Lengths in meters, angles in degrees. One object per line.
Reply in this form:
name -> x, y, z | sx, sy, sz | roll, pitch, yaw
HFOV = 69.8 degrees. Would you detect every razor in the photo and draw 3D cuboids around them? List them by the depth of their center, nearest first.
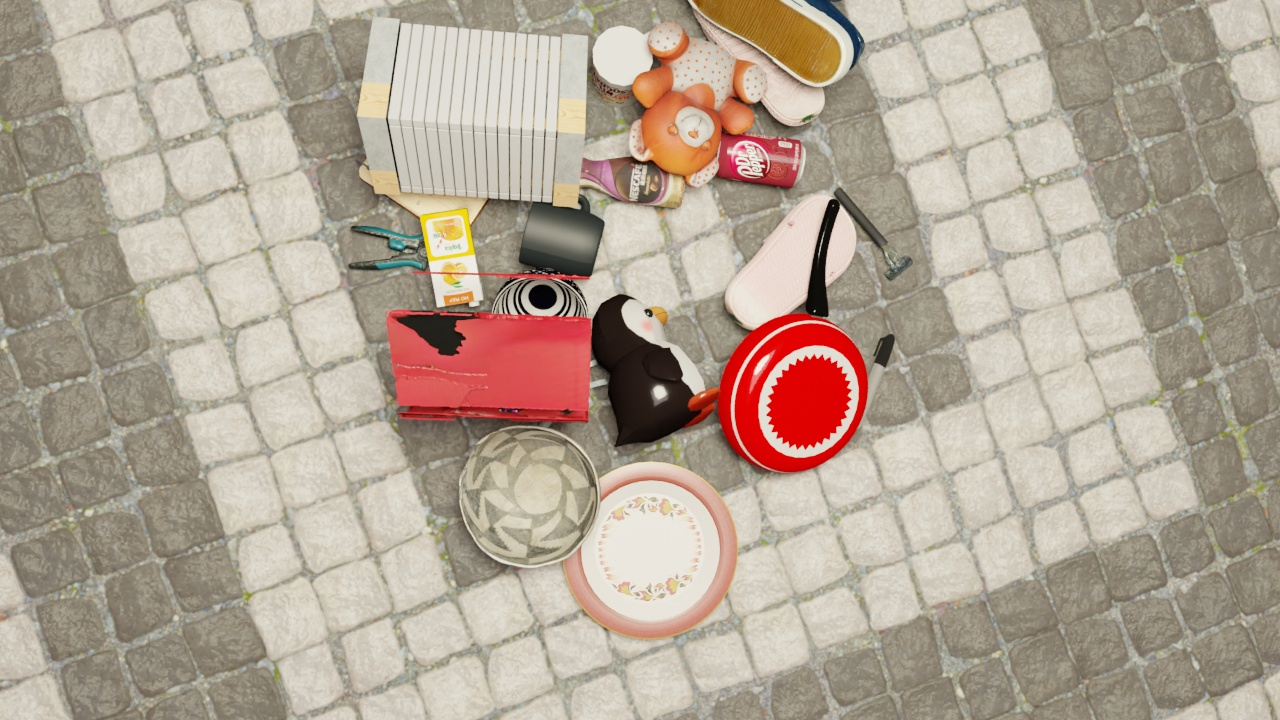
razor -> 0.309, -0.175, 1.235 | 0.042, 0.022, 0.144 | -40, 92, -6

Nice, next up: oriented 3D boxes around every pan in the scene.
pan -> 0.216, -0.026, 1.165 | 0.208, 0.067, 0.356 | 9, 100, -24

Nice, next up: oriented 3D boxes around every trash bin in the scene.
trash bin -> -0.192, -0.291, 1.092 | 0.247, 0.143, 0.142 | 3, 65, -6

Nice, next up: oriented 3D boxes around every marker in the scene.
marker -> 0.311, 0.028, 1.235 | 0.022, 0.016, 0.138 | 22, 87, 27

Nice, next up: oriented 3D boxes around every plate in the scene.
plate -> 0.013, 0.247, 1.200 | 0.230, 0.021, 0.229 | 0, 88, -5

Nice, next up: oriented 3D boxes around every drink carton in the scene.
drink carton -> -0.239, -0.128, 1.168 | 0.058, 0.040, 0.122 | -10, 103, -7

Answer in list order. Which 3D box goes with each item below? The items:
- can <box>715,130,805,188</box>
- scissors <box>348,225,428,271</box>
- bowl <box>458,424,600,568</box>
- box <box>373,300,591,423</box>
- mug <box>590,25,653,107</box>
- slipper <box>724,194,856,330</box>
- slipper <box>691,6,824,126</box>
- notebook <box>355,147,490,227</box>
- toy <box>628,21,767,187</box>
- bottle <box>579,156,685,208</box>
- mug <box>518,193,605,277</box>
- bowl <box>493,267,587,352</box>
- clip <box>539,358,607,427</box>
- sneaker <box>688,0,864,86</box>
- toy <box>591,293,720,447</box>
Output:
can -> 0.154, -0.265, 1.204 | 0.114, 0.063, 0.063 | 8, 88, -4
scissors -> -0.310, -0.144, 1.187 | 0.148, 0.019, 0.123 | 42, 85, -4
bowl -> -0.134, 0.166, 1.159 | 0.178, 0.081, 0.178 | 0, 93, 6
box -> -0.160, 0.022, 1.021 | 0.211, 0.319, 0.121 | 2, 81, -3
mug -> -0.014, -0.385, 1.181 | 0.105, 0.089, 0.073 | -41, 92, -5
slipper -> 0.199, -0.125, 1.209 | 0.221, 0.056, 0.107 | -44, 94, -14
slipper -> 0.155, -0.402, 1.209 | 0.094, 0.064, 0.239 | -31, 78, -8
notebook -> -0.244, -0.291, 1.194 | 0.167, 0.024, 0.225 | 34, 86, -4
toy -> 0.062, -0.313, 1.133 | 0.163, 0.093, 0.172 | 19, 88, -20
bottle -> -0.025, -0.237, 1.192 | 0.166, 0.059, 0.059 | 8, 88, -2
mug -> -0.096, -0.169, 1.180 | 0.094, 0.085, 0.121 | 15, 58, -5
bowl -> -0.126, -0.068, 1.169 | 0.120, 0.066, 0.120 | -1, 122, -1
clip -> -0.126, 0.068, 1.192 | 0.174, 0.030, 0.159 | -2, 90, -3
sneaker -> 0.168, -0.467, 1.155 | 0.294, 0.121, 0.127 | 42, 45, 10
toy -> -0.007, 0.007, 1.152 | 0.140, 0.159, 0.184 | -26, 73, -11
